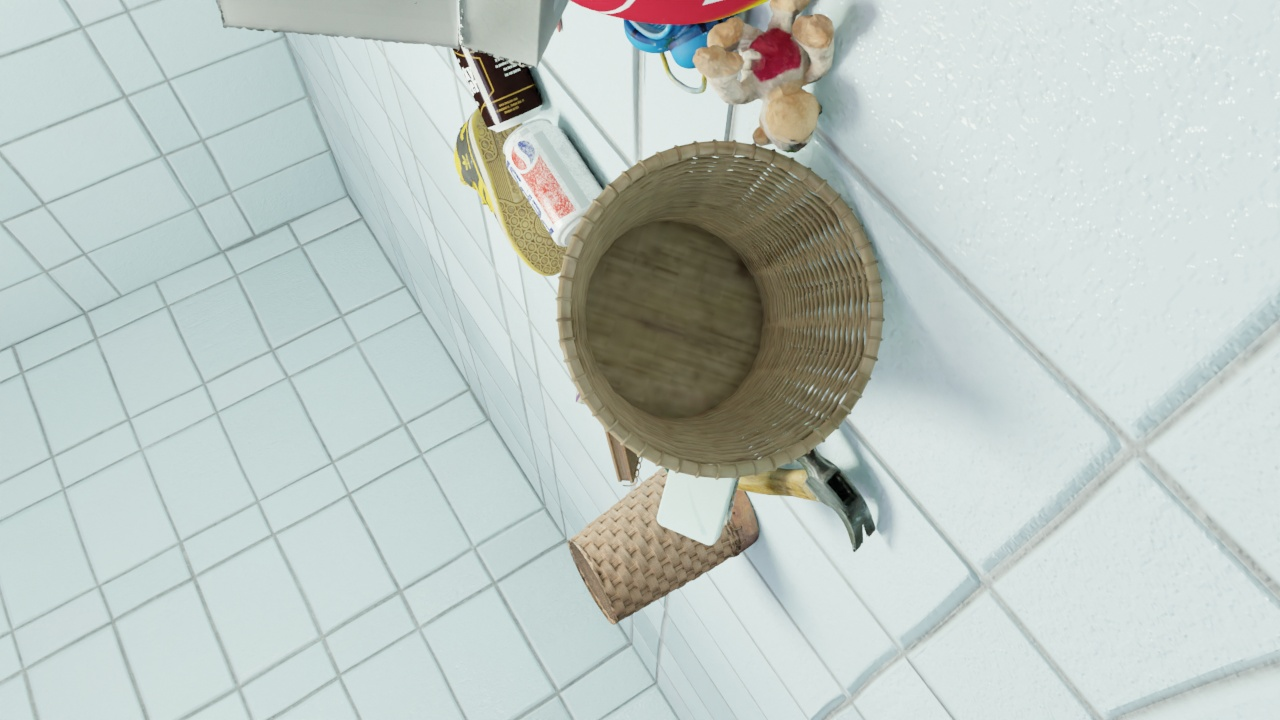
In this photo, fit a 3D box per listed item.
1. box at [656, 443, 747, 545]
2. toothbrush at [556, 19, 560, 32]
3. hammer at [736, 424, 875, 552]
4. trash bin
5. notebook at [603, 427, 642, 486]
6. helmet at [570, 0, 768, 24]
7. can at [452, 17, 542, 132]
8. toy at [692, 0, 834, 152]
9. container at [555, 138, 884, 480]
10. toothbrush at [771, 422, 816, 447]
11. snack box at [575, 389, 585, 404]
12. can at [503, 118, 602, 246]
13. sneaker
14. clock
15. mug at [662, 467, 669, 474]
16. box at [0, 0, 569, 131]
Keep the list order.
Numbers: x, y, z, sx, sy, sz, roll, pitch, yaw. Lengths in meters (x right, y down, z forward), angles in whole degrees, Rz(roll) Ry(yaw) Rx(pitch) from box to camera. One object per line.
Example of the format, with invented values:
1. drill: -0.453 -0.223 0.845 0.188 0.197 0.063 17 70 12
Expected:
1. box: 0.068 0.081 0.885 0.070 0.085 0.199 -106 25 -63
2. toothbrush: -0.092 -0.386 0.855 0.015 0.015 0.185 58 166 34
3. hammer: 0.137 0.127 0.954 0.132 0.033 0.331 48 166 -5
4. trash bin: 0.022 0.220 1.165 0.151 0.209 0.151 53 161 27
5. notebook: -0.006 0.006 0.990 0.169 0.022 0.209 79 -161 -47
6. helmet: 0.003 -0.280 0.384 0.197 0.224 0.271 43 157 47
7. can: -0.168 -0.336 1.060 0.072 0.071 0.128 23 139 65
8. toy: 0.082 -0.173 0.583 0.106 0.085 0.074 64 -172 -45
9. container: 0.038 -0.035 0.706 0.227 0.226 0.196 63 171 -5
10. toothbrush: 0.147 0.073 0.893 0.022 0.017 0.135 59 164 6
11. snack box: -0.049 -0.030 1.138 0.144 0.040 0.147 127 147 -72
12. can: -0.095 -0.203 1.051 0.136 0.078 0.078 57 163 13
13. sneaker: -0.181 -0.225 1.250 0.122 0.085 0.238 9 122 62
14. clock: 0.022 -0.264 0.635 0.117 0.060 0.161 41 155 50
15. mug: 0.066 0.063 0.964 0.084 0.104 0.111 47 160 39
16. box: -0.166 -0.260 0.565 0.149 0.411 0.167 51 155 20
